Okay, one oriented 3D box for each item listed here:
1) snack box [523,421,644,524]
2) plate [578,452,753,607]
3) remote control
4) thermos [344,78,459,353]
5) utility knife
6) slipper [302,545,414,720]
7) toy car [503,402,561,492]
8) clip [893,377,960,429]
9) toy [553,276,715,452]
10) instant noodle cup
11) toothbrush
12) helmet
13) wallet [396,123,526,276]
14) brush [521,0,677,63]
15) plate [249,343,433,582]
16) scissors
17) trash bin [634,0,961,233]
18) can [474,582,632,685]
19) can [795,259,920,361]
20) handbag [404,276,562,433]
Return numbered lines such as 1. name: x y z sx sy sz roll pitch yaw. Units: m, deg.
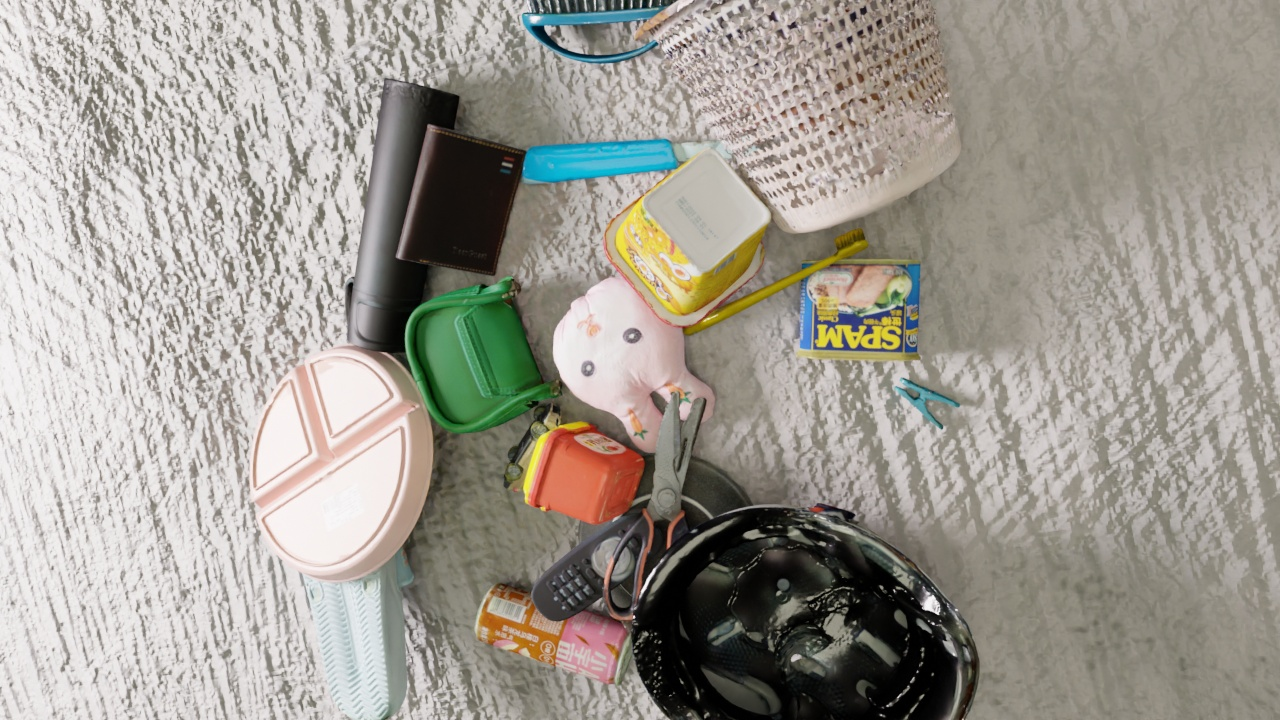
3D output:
1. snack box: -0.048 0.104 0.822 0.080 0.091 0.082 22 101 21
2. plate: 0.025 0.175 0.856 0.179 0.024 0.179 2 99 13
3. remote control: -0.040 0.189 0.845 0.136 0.024 0.053 -37 95 6
4. thermos: -0.232 -0.134 0.852 0.090 0.068 0.243 21 103 29
5. utility knife: -0.002 -0.180 0.814 0.216 0.018 0.034 -1 107 13
6. slipper: -0.268 0.225 0.901 0.104 0.074 0.245 -19 77 23
7. toy car: -0.099 0.081 0.863 0.035 0.042 0.090 26 109 -14
8. clip: 0.245 0.034 0.791 0.055 0.013 0.038 35 103 4
9. toy: -0.005 0.005 0.826 0.121 0.054 0.159 -38 95 16
10. instant noodle cup: 0.042 -0.103 0.745 0.116 0.124 0.116 -40 87 -11
11. toothbrush: 0.108 -0.063 0.771 0.191 0.015 0.016 -27 70 39
12. helmet: 0.131 0.223 0.767 0.274 0.156 0.230 27 98 2
13. wallet: -0.161 -0.142 0.829 0.096 0.020 0.122 9 104 -34
14. brush: -0.032 -0.293 0.788 0.144 0.055 0.074 2 114 12
15. plate: -0.293 0.095 0.873 0.230 0.028 0.229 -5 79 28
16. scissors: 0.031 0.140 0.819 0.202 0.015 0.204 -39 99 3
17. trash bin: 0.137 -0.212 0.691 0.228 0.227 0.192 -24 105 15
18. can: -0.081 0.260 0.875 0.147 0.057 0.058 15 101 11
19. can: 0.183 -0.043 0.772 0.102 0.057 0.083 1 96 12
20. handbag: -0.145 -0.004 0.846 0.120 0.068 0.131 -22 92 17
